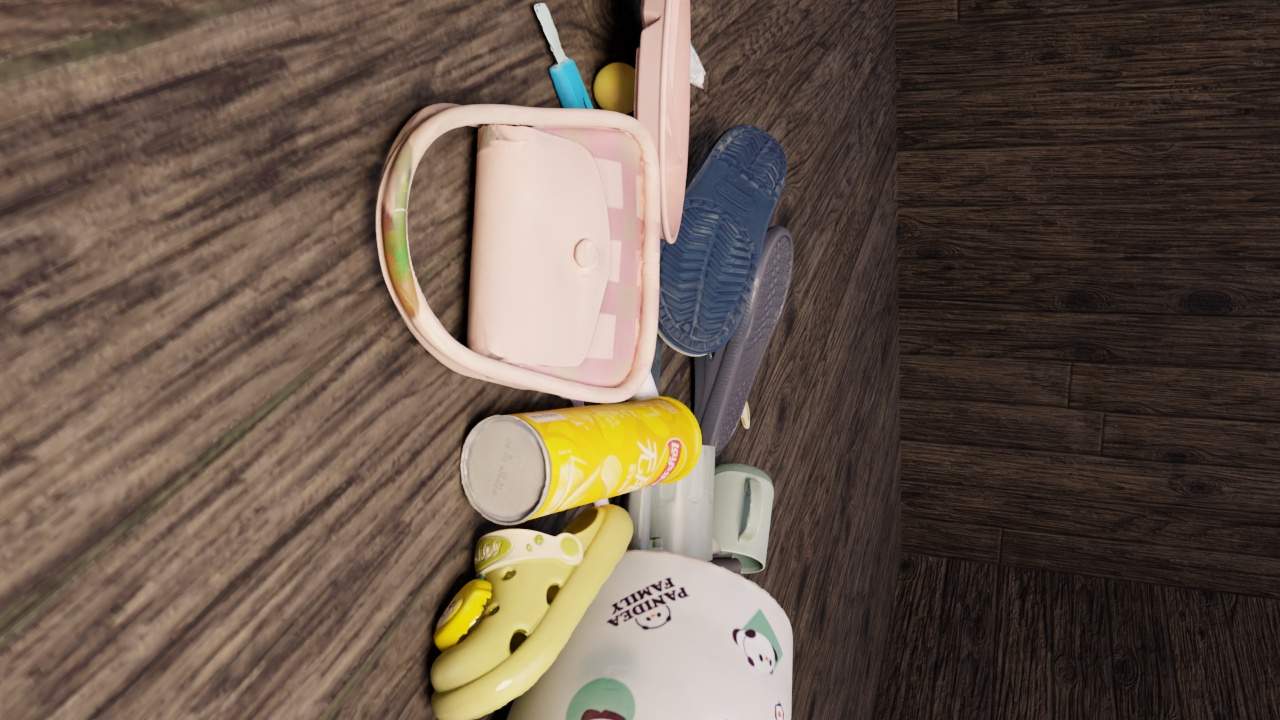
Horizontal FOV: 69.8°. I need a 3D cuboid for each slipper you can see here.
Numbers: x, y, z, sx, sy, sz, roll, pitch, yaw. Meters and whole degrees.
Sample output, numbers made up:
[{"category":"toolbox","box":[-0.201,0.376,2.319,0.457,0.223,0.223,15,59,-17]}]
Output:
[{"category":"slipper","box":[0.064,-0.118,0.887,0.252,0.105,0.095,-68,-172,-23]},{"category":"slipper","box":[0.089,-0.022,0.992,0.110,0.083,0.269,-31,140,-59]},{"category":"slipper","box":[-0.079,0.146,0.596,0.081,0.092,0.190,48,44,-4]}]

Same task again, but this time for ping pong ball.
[{"category":"ping pong ball","box":[-0.017,-0.216,0.729,0.040,0.040,0.040,4,90,-68]}]

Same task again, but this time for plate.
[{"category":"plate","box":[0.019,-0.210,0.743,0.229,0.028,0.229,5,88,-84]}]

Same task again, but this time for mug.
[{"category":"mug","box":[0.019,0.124,0.813,0.124,0.084,0.103,20,73,-68]},{"category":"mug","box":[0.109,0.171,1.021,0.112,0.082,0.106,124,-19,-62]}]

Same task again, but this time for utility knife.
[{"category":"utility knife","box":[-0.045,-0.186,0.698,0.191,0.018,0.034,66,35,-47]}]

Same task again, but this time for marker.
[{"category":"marker","box":[0.036,0.192,0.849,0.131,0.020,0.022,4,52,-30]}]

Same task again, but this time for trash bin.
[{"category":"trash bin","box":[0.001,0.285,0.623,0.251,0.230,0.230,-72,154,-43]}]

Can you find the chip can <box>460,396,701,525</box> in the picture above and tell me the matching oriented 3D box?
[{"category":"chip can","box":[-0.032,0.066,0.655,0.213,0.072,0.072,-1,94,-61]}]

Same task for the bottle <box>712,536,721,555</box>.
[{"category":"bottle","box":[0.029,0.255,0.875,0.068,0.068,0.189,62,38,-52]}]

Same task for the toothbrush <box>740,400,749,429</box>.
[{"category":"toothbrush","box":[0.123,0.020,1.145,0.191,0.018,0.016,73,31,-41]}]

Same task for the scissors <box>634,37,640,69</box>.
[{"category":"scissors","box":[0.015,-0.216,0.852,0.161,0.012,0.176,-55,144,-52]}]

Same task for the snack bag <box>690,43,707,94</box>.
[{"category":"snack bag","box":[0.039,-0.293,0.874,0.045,0.026,0.105,58,12,23]}]

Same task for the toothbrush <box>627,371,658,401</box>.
[{"category":"toothbrush","box":[-0.023,-0.043,0.735,0.026,0.027,0.221,-47,127,-44]}]

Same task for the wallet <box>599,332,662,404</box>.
[{"category":"wallet","box":[-0.005,0.005,0.825,0.121,0.019,0.097,32,63,-67]}]

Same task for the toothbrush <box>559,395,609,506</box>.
[{"category":"toothbrush","box":[-0.037,0.093,0.754,0.021,0.029,0.189,-122,-161,-56]}]

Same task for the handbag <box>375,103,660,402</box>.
[{"category":"handbag","box":[-0.078,-0.071,0.564,0.233,0.093,0.193,2,90,-61]}]
